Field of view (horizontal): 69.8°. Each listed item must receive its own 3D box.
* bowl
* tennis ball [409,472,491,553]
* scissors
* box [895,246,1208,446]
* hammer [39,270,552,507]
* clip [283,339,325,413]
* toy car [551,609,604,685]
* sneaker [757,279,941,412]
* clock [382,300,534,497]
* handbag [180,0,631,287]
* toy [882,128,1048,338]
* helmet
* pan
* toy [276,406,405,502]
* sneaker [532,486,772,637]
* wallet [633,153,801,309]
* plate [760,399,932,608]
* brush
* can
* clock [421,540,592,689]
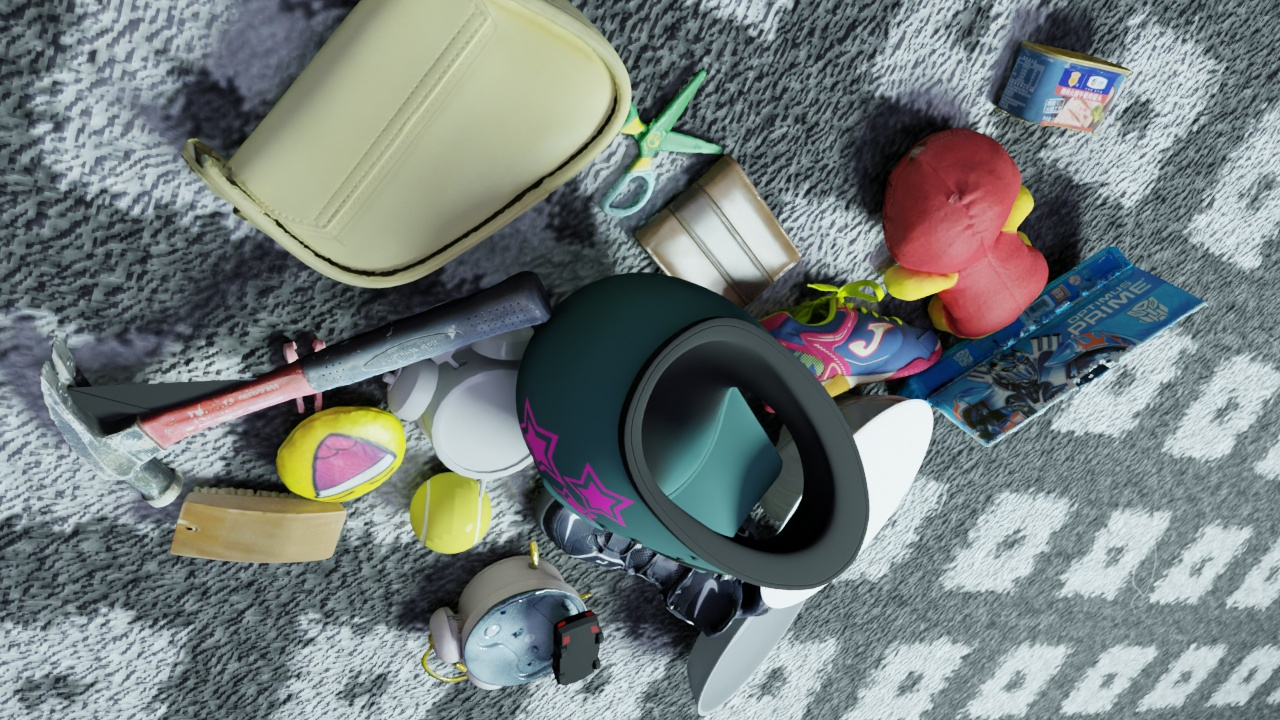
[{"bbox_3d":[0.184,0.081,0.881,0.176,0.057,0.177,-13,135,-13],"label":"bowl"},{"bbox_3d":[-0.153,0.123,0.742,0.065,0.065,0.065,-13,126,-19],"label":"tennis ball"},{"bbox_3d":[0.005,-0.157,0.672,0.125,0.011,0.130,4,120,-28],"label":"scissors"},{"bbox_3d":[0.366,-0.022,0.864,0.243,0.171,0.070,-33,101,-4],"label":"box"},{"bbox_3d":[-0.218,0.003,0.592,0.326,0.036,0.140,-18,134,6],"label":"hammer"},{"bbox_3d":[-0.242,0.011,0.653,0.044,0.023,0.060,17,111,-30],"label":"clip"},{"bbox_3d":[-0.060,0.256,0.822,0.042,0.036,0.092,-15,136,-23],"label":"toy car"},{"bbox_3d":[0.187,-0.021,0.803,0.241,0.117,0.091,-11,83,-45],"label":"sneaker"},{"bbox_3d":[-0.126,0.021,0.698,0.120,0.061,0.159,-29,125,-7],"label":"clock"},{"bbox_3d":[-0.137,-0.147,0.567,0.233,0.088,0.191,-45,124,10],"label":"handbag"},{"bbox_3d":[0.282,-0.108,0.794,0.147,0.099,0.216,-49,134,-1],"label":"toy"},{"bbox_3d":[0.031,0.057,0.656,0.275,0.200,0.176,45,76,-25],"label":"helmet"},{"bbox_3d":[0.168,0.222,0.967,0.356,0.051,0.201,-49,153,-12],"label":"pan"},{"bbox_3d":[-0.221,0.069,0.683,0.095,0.041,0.094,-27,143,-8],"label":"toy"},{"bbox_3d":[0.024,0.180,0.815,0.252,0.150,0.097,18,112,-34],"label":"sneaker"},{"bbox_3d":[0.065,-0.091,0.734,0.099,0.027,0.121,-42,128,2],"label":"wallet"},{"bbox_3d":[0.179,0.124,0.830,0.228,0.030,0.230,-30,141,-28],"label":"plate"},{"bbox_3d":[-0.287,0.122,0.692,0.117,0.039,0.049,11,115,-31],"label":"brush"},{"bbox_3d":[0.356,-0.229,0.775,0.099,0.054,0.059,0,122,-26],"label":"can"},{"bbox_3d":[-0.127,0.247,0.843,0.158,0.059,0.117,-37,130,0],"label":"clock"}]
